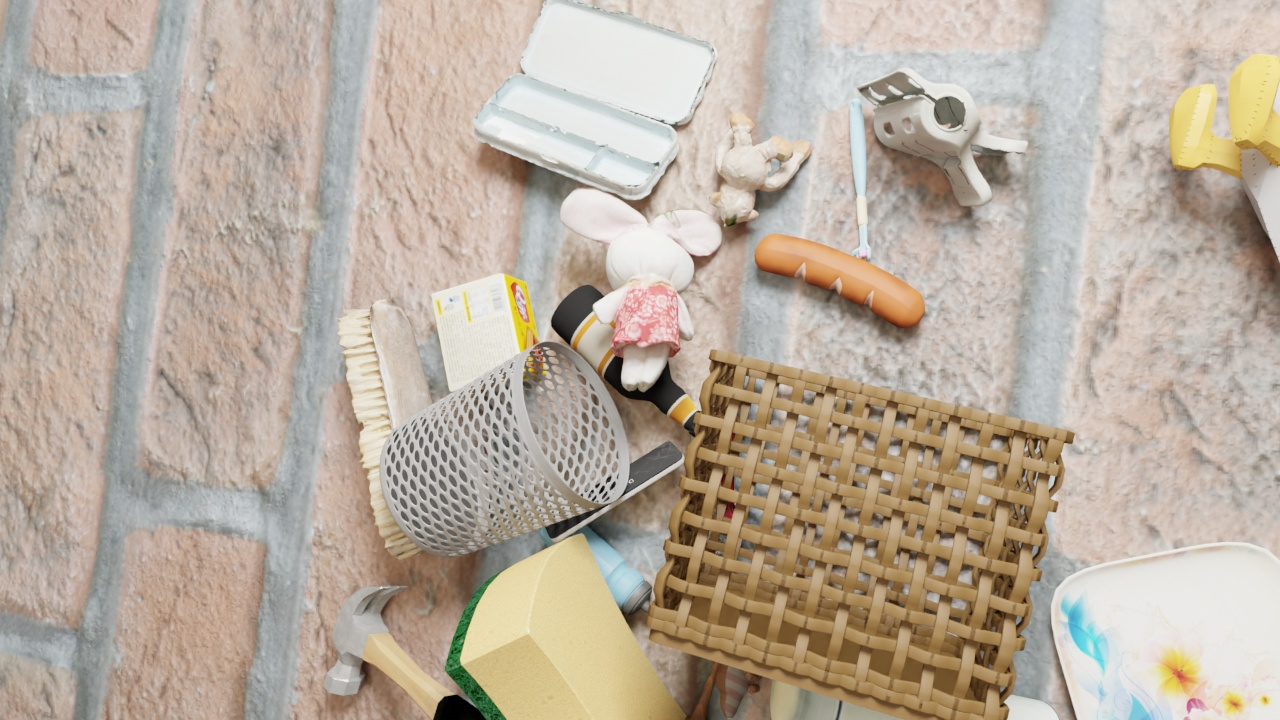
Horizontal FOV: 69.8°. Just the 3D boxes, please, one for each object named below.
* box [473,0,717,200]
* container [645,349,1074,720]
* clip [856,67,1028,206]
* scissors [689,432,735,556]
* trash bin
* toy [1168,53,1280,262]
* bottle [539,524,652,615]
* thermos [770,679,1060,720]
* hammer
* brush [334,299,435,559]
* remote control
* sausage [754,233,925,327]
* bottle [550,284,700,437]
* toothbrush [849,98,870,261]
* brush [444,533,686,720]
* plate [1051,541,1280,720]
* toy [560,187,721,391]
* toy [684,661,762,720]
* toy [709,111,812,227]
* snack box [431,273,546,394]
[{"bbox_3d":[-0.047,-0.267,0.931,0.210,0.061,0.192,22,73,17],"label":"box"},{"bbox_3d":[0.166,0.130,0.732,0.252,0.219,0.214,13,89,13],"label":"container"},{"bbox_3d":[0.258,-0.199,0.798,0.144,0.124,0.074,36,98,-10],"label":"clip"},{"bbox_3d":[0.077,0.152,0.873,0.146,0.015,0.188,-36,78,10],"label":"scissors"},{"bbox_3d":[-0.130,0.090,0.858,0.184,0.156,0.156,-26,78,24],"label":"trash bin"},{"bbox_3d":[0.558,-0.162,0.696,0.267,0.141,0.246,8,89,0],"label":"toy"},{"bbox_3d":[-0.039,0.198,0.890,0.130,0.040,0.040,39,97,16],"label":"bottle"},{"bbox_3d":[0.223,0.289,0.746,0.230,0.068,0.068,14,89,-6],"label":"thermos"},{"bbox_3d":[-0.192,0.320,0.862,0.329,0.039,0.131,21,96,41],"label":"hammer"},{"bbox_3d":[-0.249,0.068,0.941,0.057,0.083,0.271,-17,81,14],"label":"brush"},{"bbox_3d":[-0.026,0.124,0.872,0.146,0.045,0.008,-31,113,-6],"label":"remote control"},{"bbox_3d":[0.184,-0.077,0.846,0.164,0.039,0.044,25,96,17],"label":"sausage"},{"bbox_3d":[-0.005,0.005,0.885,0.181,0.059,0.059,43,98,15],"label":"bottle"},{"bbox_3d":[0.204,-0.169,0.859,0.022,0.016,0.155,-8,82,54],"label":"toothbrush"},{"bbox_3d":[-0.048,0.288,0.776,0.075,0.194,0.250,-28,95,12],"label":"brush"},{"bbox_3d":[0.447,0.250,0.751,0.187,0.016,0.187,-16,81,15],"label":"plate"},{"bbox_3d":[0.006,-0.068,0.845,0.159,0.084,0.194,4,68,-15],"label":"toy"},{"bbox_3d":[0.083,0.295,0.845,0.055,0.041,0.102,18,86,26],"label":"toy"},{"bbox_3d":[0.107,-0.173,0.870,0.085,0.074,0.106,22,96,4],"label":"toy"},{"bbox_3d":[-0.153,-0.025,0.931,0.084,0.061,0.105,-15,81,14],"label":"snack box"}]
